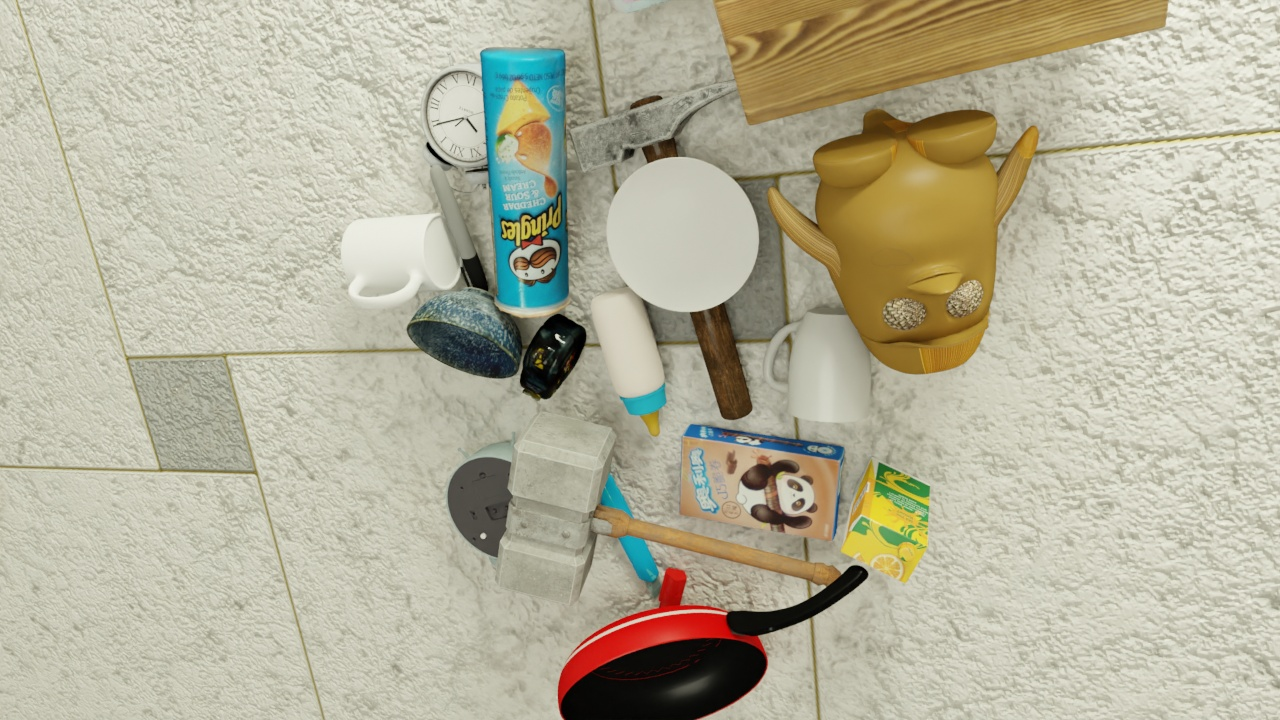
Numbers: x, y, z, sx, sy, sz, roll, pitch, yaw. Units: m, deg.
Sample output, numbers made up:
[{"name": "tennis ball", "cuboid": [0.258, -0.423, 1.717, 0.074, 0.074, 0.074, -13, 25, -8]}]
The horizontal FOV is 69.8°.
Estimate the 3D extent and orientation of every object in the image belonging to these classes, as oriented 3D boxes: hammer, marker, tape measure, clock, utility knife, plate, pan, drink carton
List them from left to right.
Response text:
[{"name": "marker", "cuboid": [-0.175, -0.122, 0.881, 0.022, 0.016, 0.139, -21, 120, -5]}, {"name": "clock", "cuboid": [-0.159, -0.214, 0.848, 0.094, 0.035, 0.123, 23, 114, 10]}, {"name": "clock", "cuboid": [-0.136, 0.159, 0.972, 0.123, 0.045, 0.159, -17, 104, 24]}, {"name": "tape measure", "cuboid": [-0.084, -0.007, 0.878, 0.042, 0.072, 0.072, 29, 144, 12]}, {"name": "utility knife", "cuboid": [-0.016, 0.175, 0.953, 0.031, 0.015, 0.173, -17, 104, 26]}, {"name": "marker", "cuboid": [0.023, 0.286, 0.976, 0.023, 0.021, 0.145, 20, 115, 19]}, {"name": "hammer", "cuboid": [0.033, 0.168, 0.867, 0.318, 0.082, 0.163, 13, 112, 5]}, {"name": "plate", "cuboid": [0.036, -0.108, 0.792, 0.135, 0.011, 0.135, 6, 112, 16]}, {"name": "pan", "cuboid": [0.068, 0.267, 0.872, 0.208, 0.067, 0.357, 24, 125, -36]}, {"name": "hammer", "cuboid": [0.083, -0.094, 0.809, 0.218, 0.037, 0.301, -12, 106, 22]}, {"name": "drink carton", "cuboid": [0.215, 0.137, 0.799, 0.058, 0.122, 0.041, 25, 114, 9]}]

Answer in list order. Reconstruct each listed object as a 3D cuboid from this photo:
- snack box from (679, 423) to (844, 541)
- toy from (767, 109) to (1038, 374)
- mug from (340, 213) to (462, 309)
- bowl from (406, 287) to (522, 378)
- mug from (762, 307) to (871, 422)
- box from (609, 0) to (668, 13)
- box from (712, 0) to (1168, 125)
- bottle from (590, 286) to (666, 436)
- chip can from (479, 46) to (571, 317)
[{"name": "snack box", "cuboid": [0.114, 0.115, 0.875, 0.151, 0.034, 0.087, 7, 112, 17]}, {"name": "toy", "cuboid": [0.211, -0.079, 0.711, 0.199, 0.162, 0.203, -11, 116, 11]}, {"name": "mug", "cuboid": [-0.234, -0.090, 0.879, 0.091, 0.110, 0.074, -1, 136, 19]}, {"name": "bowl", "cuboid": [-0.163, -0.034, 0.894, 0.114, 0.060, 0.114, 16, 155, 7]}, {"name": "mug", "cuboid": [0.152, -0.001, 0.809, 0.107, 0.071, 0.089, 11, 106, 45]}, {"name": "box", "cuboid": [-0.018, -0.367, 0.679, 0.095, 0.087, 0.202, 4, 115, 53]}, {"name": "box", "cuboid": [0.181, -0.324, 0.609, 0.279, 0.214, 0.257, -11, 137, 15]}, {"name": "bottle", "cuboid": [-0.005, 0.005, 0.866, 0.051, 0.051, 0.146, -11, 105, 22]}, {"name": "chip can", "cuboid": [-0.099, -0.156, 0.810, 0.080, 0.079, 0.230, 10, 119, 15]}]
